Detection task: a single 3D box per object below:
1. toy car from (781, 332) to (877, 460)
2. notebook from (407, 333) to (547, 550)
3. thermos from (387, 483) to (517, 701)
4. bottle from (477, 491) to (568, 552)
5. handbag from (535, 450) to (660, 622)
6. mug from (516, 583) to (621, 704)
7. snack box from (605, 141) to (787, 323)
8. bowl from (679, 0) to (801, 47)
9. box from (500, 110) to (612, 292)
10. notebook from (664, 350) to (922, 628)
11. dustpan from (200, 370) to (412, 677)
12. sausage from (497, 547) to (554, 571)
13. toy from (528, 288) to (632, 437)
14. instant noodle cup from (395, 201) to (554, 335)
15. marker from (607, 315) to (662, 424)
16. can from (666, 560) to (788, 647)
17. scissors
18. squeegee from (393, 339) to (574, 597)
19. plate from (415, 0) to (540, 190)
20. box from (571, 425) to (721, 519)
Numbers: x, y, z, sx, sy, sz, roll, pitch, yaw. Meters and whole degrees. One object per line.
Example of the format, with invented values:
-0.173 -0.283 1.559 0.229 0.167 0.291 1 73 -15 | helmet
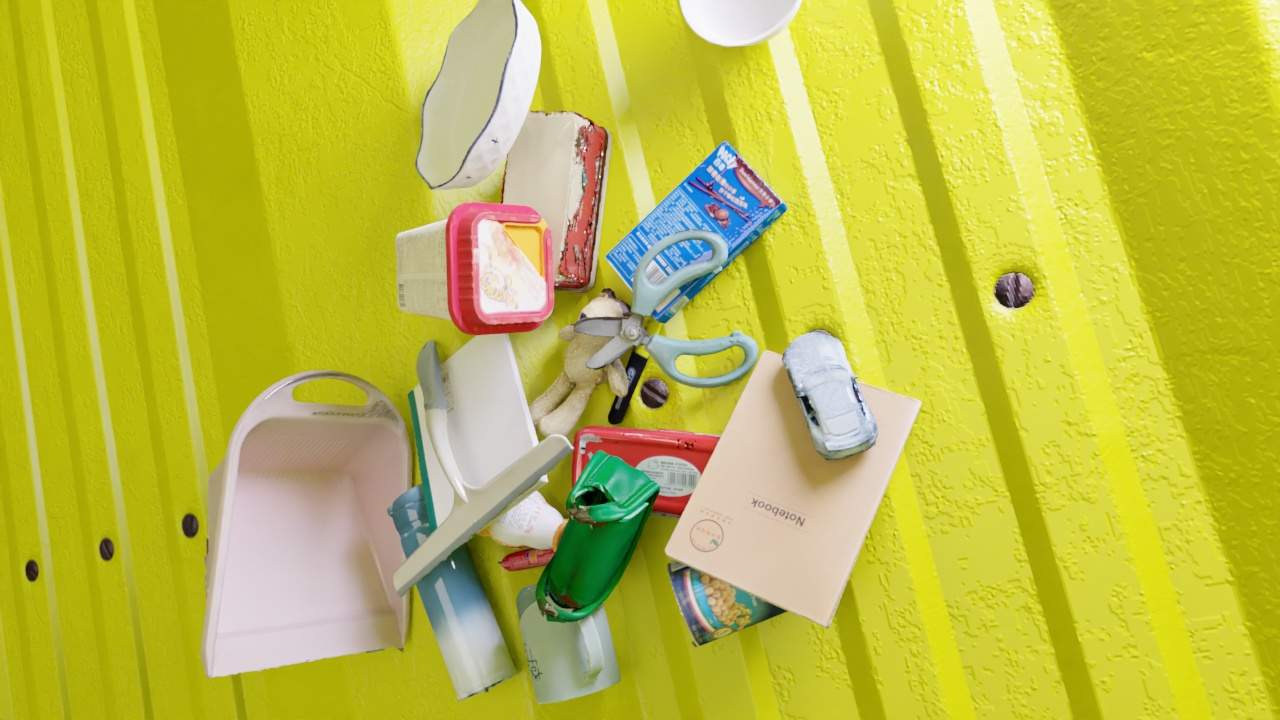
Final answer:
0.159 0.027 0.776 0.054 0.037 0.120 -19 56 5 | toy car
-0.171 0.074 0.924 0.151 0.012 0.209 -37 51 21 | notebook
-0.194 0.232 0.943 0.070 0.070 0.220 -29 76 22 | thermos
-0.118 0.156 0.909 0.108 0.063 0.063 17 95 26 | bottle
-0.043 0.153 0.804 0.068 0.120 0.131 28 111 13 | handbag
-0.065 0.257 0.858 0.112 0.082 0.106 -37 64 62 | mug
0.050 -0.118 0.851 0.157 0.026 0.084 -43 71 12 | snack box
0.101 -0.329 0.820 0.118 0.064 0.118 -1 88 26 | bowl
-0.089 -0.155 0.898 0.091 0.079 0.168 8 92 27 | box
0.129 0.099 0.771 0.148 0.008 0.207 20 69 25 | notebook
-0.320 0.158 0.922 0.139 0.222 0.273 -35 66 33 | dustpan
-0.077 0.191 0.913 0.156 0.020 0.020 -14 82 24 | sausage
-0.059 0.006 0.885 0.105 0.066 0.157 45 111 38 | toy
-0.158 -0.083 0.848 0.124 0.116 0.116 3 96 39 | instant noodle cup
-0.005 0.005 0.886 0.018 0.015 0.124 26 99 28 | marker
0.085 0.190 0.785 0.111 0.075 0.075 -23 78 3 | can
0.025 -0.051 0.829 0.174 0.019 0.178 7 105 3 | scissors
-0.197 0.062 0.916 0.247 0.039 0.246 -41 49 20 | squeegee
-0.160 -0.263 0.910 0.205 0.045 0.204 -28 54 46 | plate
0.029 0.108 0.857 0.201 0.048 0.087 3 92 26 | box
